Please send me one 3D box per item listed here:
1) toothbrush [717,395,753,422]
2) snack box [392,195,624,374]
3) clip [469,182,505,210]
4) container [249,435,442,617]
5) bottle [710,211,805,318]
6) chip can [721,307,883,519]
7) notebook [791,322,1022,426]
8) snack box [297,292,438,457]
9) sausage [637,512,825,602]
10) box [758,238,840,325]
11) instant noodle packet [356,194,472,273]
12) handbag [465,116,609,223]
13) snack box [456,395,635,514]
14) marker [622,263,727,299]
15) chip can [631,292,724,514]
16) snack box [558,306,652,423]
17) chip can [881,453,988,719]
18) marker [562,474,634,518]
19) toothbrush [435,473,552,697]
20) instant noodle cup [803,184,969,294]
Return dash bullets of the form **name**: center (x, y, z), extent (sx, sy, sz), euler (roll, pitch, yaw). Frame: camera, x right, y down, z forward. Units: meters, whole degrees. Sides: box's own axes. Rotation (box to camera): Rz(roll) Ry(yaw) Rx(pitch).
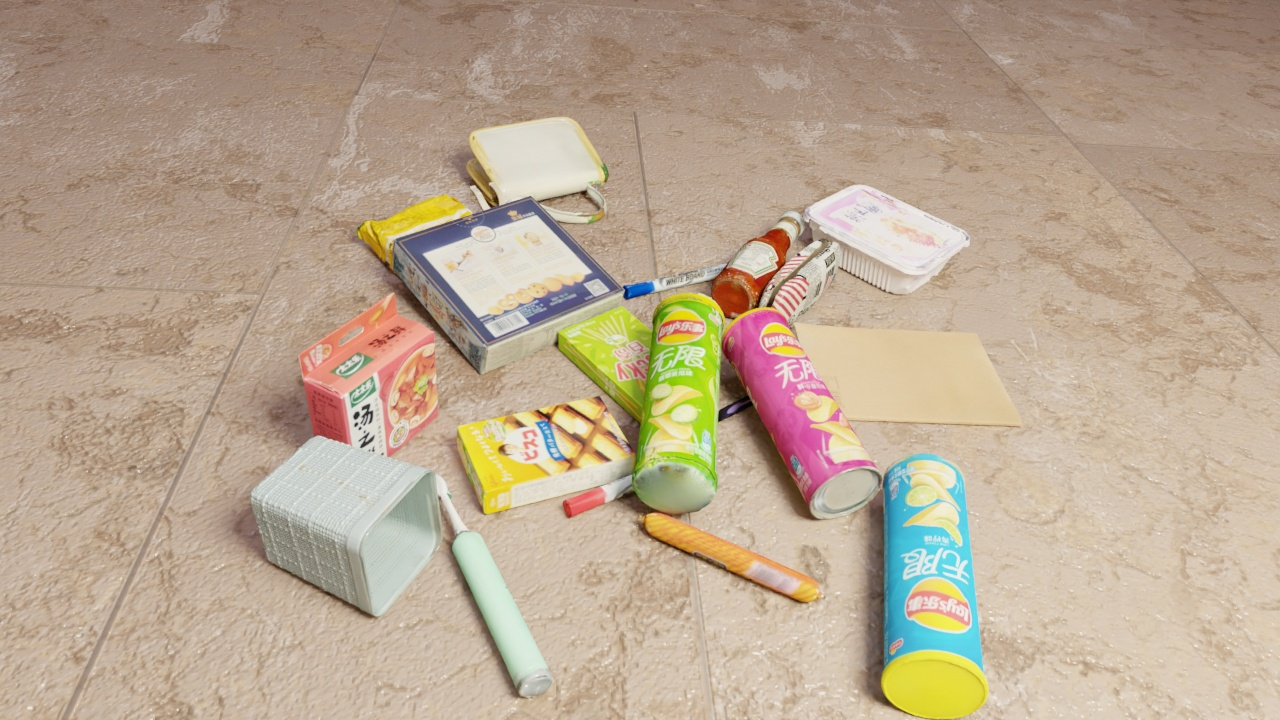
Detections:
- **toothbrush**: center (0.095, 0.045, 0.903), extent (0.188, 0.014, 0.017), euler (-24, 23, -34)
- **snack box**: center (-0.142, -0.088, 0.988), extent (0.177, 0.046, 0.182), euler (-25, 58, -33)
- **clip**: center (-0.180, -0.164, 1.122), extent (0.034, 0.094, 0.102), euler (-20, 83, -31)
- **container**: center (-0.225, 0.121, 0.703), extent (0.111, 0.090, 0.089), euler (17, 39, 19)
- **bottle**: center (0.146, -0.120, 1.080), extent (0.060, 0.060, 0.205), euler (21, 40, 18)
- **chip can**: center (0.144, 0.043, 0.848), extent (0.071, 0.072, 0.210), euler (-8, 45, -17)
- **notebook**: center (0.275, 0.014, 0.967), extent (0.211, 0.012, 0.149), euler (2, 39, -4)
- **snack box**: center (-0.229, 0.024, 0.791), extent (0.044, 0.127, 0.113), euler (23, 42, 20)
- **sausage**: center (0.072, 0.159, 0.746), extent (0.165, 0.021, 0.021), euler (21, 41, 18)
- **box**: center (0.176, -0.088, 1.040), extent (0.060, 0.072, 0.163), euler (41, 45, 13)
- **instant noodle packet**: center (-0.250, -0.144, 1.070), extent (0.128, 0.044, 0.111), euler (-28, 51, -32)
- **handbag**: center (-0.126, -0.234, 1.200), extent (0.163, 0.063, 0.178), euler (-18, 59, -27)
- **snack box**: center (-0.084, 0.082, 0.816), extent (0.140, 0.034, 0.087), euler (-13, 41, -20)
- **marker**: center (0.047, -0.093, 1.067), extent (0.145, 0.017, 0.017), euler (-14, 43, -24)
- **chip can**: center (0.037, 0.034, 0.822), extent (0.072, 0.073, 0.220), euler (7, 44, 1)
- **snack box**: center (-0.005, 0.005, 0.927), extent (0.085, 0.026, 0.156), euler (-23, 47, -31)
- **chip can**: center (0.225, 0.167, 0.716), extent (0.071, 0.071, 0.209), euler (11, 38, 7)
- **marker**: center (-0.002, 0.106, 0.808), extent (0.145, 0.017, 0.017), euler (-18, 44, -27)
- **toothbrush**: center (-0.124, 0.164, 0.711), extent (0.026, 0.027, 0.224), euler (-38, 48, -1)
- **instant noodle cup**: center (0.297, -0.144, 1.130), extent (0.173, 0.060, 0.137), euler (33, 46, 32)
